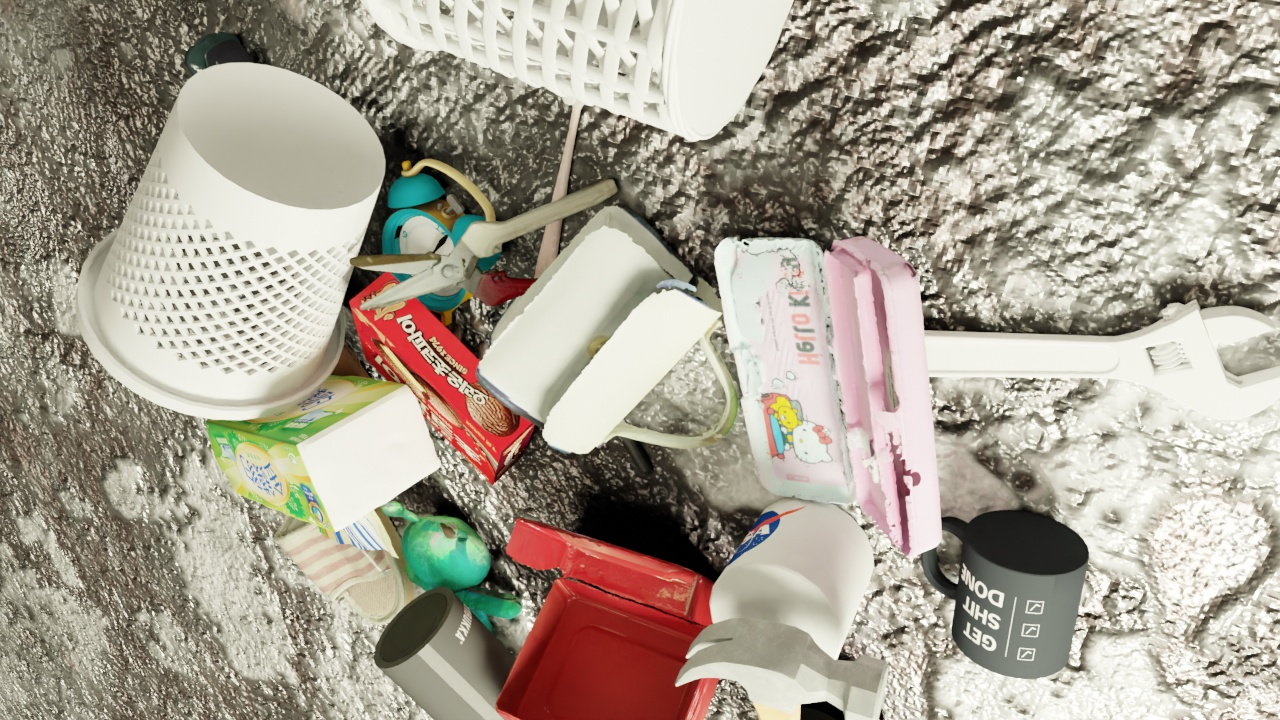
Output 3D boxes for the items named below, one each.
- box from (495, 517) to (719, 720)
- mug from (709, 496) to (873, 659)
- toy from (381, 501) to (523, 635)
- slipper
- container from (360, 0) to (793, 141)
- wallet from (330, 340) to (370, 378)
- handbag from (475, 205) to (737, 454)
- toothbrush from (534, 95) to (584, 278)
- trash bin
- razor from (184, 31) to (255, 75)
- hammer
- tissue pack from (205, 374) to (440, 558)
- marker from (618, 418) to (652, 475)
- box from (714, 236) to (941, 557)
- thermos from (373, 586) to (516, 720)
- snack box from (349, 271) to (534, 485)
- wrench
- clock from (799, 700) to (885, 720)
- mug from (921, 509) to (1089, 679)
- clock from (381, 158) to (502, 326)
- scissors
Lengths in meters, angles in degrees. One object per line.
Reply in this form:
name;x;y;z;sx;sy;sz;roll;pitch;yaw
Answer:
box;-0.027;0.229;0.704;0.157;0.156;0.170;12;79;25
mug;0.101;0.168;0.649;0.091;0.089;0.121;34;123;11
toy;-0.174;0.205;0.831;0.131;0.072;0.194;10;125;24
slipper;-0.311;0.146;0.885;0.115;0.052;0.263;-23;99;33
container;-0.024;-0.232;0.478;0.187;0.188;0.190;24;121;16
wallet;-0.258;0.045;0.834;0.088;0.013;0.121;-31;95;39
handbag;-0.004;0.004;0.628;0.176;0.074;0.151;39;110;-16
toothbrush;-0.059;-0.117;0.653;0.016;0.018;0.182;25;122;17
trash bin;-0.284;-0.092;0.666;0.195;0.194;0.200;45;130;3
razor;-0.297;-0.199;0.730;0.143;0.047;0.052;45;149;1
hammer;0.103;0.295;0.663;0.131;0.039;0.329;10;135;22
tissue pack;-0.257;0.097;0.763;0.198;0.120;0.141;9;122;50
marker;-0.031;0.024;0.705;0.011;0.011;0.152;-26;97;34
box;0.127;0.016;0.583;0.154;0.066;0.202;25;135;52
thermos;-0.121;0.308;0.799;0.082;0.082;0.240;-21;117;33
snack box;-0.152;0.019;0.710;0.152;0.035;0.133;44;159;4
wrench;0.225;-0.003;0.552;0.274;0.018;0.066;2;113;29
clock;0.137;0.274;0.706;0.091;0.042;0.121;-4;110;29
mug;0.227;0.141;0.590;0.105;0.071;0.077;26;126;48
clock;-0.154;-0.091;0.702;0.099;0.043;0.130;38;131;9
scissors;-0.093;-0.070;0.645;0.185;0.015;0.179;35;102;-16
